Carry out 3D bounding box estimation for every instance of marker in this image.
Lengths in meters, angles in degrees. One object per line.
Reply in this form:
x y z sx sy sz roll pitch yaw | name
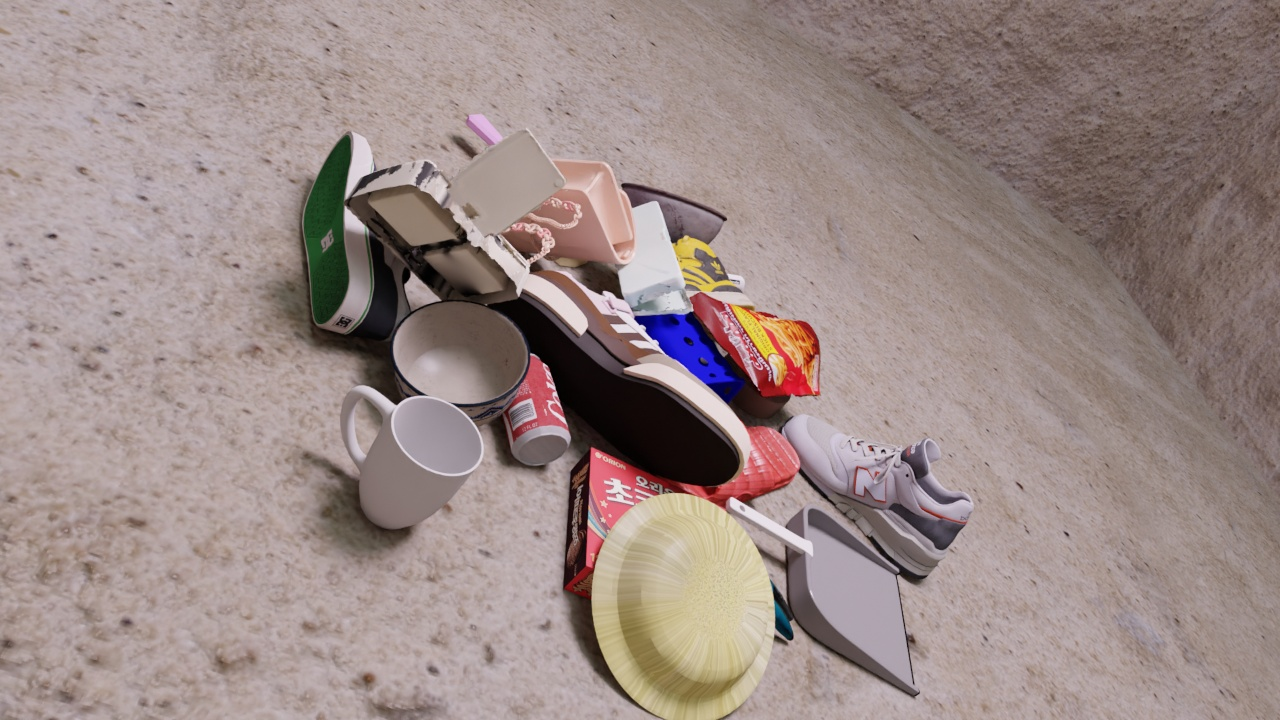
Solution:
0.094 -0.110 1.250 0.125 0.025 0.025 4 47 -44 | marker

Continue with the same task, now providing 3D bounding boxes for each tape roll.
0.139 0.026 1.125 0.093 0.030 0.093 27 34 -21 | tape roll

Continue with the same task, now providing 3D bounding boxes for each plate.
0.049 0.196 0.745 0.184 0.036 0.184 13 64 -30 | plate

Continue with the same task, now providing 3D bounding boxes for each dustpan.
0.185 0.214 0.939 0.257 0.033 0.162 32 33 -14 | dustpan

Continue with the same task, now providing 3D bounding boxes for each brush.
-0.135 -0.206 1.108 0.228 0.043 0.089 46 32 9 | brush

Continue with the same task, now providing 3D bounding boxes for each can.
-0.099 0.043 0.829 0.054 0.054 0.096 13 41 -37 | can

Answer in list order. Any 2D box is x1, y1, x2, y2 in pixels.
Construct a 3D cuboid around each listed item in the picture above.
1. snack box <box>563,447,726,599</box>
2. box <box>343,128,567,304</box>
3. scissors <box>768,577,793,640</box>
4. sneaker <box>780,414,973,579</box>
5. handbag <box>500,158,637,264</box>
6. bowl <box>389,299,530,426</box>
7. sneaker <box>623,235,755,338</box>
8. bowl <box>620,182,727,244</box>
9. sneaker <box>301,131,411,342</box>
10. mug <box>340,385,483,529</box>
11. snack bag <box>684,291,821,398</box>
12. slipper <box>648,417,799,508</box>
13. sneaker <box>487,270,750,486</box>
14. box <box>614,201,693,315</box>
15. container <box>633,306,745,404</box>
0.010 0.164 0.812 0.152 0.036 0.132 27 34 -21 | snack box
-0.129 -0.120 0.755 0.143 0.182 0.080 50 50 -41 | box
0.105 0.203 0.833 0.130 0.019 0.135 28 37 -62 | scissors
0.284 0.128 1.062 0.240 0.125 0.088 47 32 10 | sneaker
-0.123 -0.119 0.955 0.199 0.117 0.186 12 50 32 | handbag
-0.156 0.010 0.786 0.115 0.059 0.115 9 49 -10 | bowl
0.033 -0.089 1.099 0.238 0.086 0.122 -2 54 -50 | sneaker
0.034 -0.177 1.198 0.145 0.067 0.145 18 4 -1 | bowl
-0.252 -0.112 0.841 0.079 0.084 0.235 24 40 -42 | sneaker
-0.181 0.070 0.674 0.107 0.090 0.071 41 32 1 | mug
0.137 -0.010 1.050 0.207 0.067 0.139 3 53 -55 | snack bag
0.101 0.099 0.969 0.248 0.059 0.103 1 49 -48 | slipper
-0.005 0.005 0.889 0.294 0.112 0.116 33 44 18 | sneaker
0.004 -0.114 1.016 0.086 0.073 0.198 8 30 -14 | box
0.038 0.006 0.991 0.085 0.085 0.113 -2 50 -47 | container
